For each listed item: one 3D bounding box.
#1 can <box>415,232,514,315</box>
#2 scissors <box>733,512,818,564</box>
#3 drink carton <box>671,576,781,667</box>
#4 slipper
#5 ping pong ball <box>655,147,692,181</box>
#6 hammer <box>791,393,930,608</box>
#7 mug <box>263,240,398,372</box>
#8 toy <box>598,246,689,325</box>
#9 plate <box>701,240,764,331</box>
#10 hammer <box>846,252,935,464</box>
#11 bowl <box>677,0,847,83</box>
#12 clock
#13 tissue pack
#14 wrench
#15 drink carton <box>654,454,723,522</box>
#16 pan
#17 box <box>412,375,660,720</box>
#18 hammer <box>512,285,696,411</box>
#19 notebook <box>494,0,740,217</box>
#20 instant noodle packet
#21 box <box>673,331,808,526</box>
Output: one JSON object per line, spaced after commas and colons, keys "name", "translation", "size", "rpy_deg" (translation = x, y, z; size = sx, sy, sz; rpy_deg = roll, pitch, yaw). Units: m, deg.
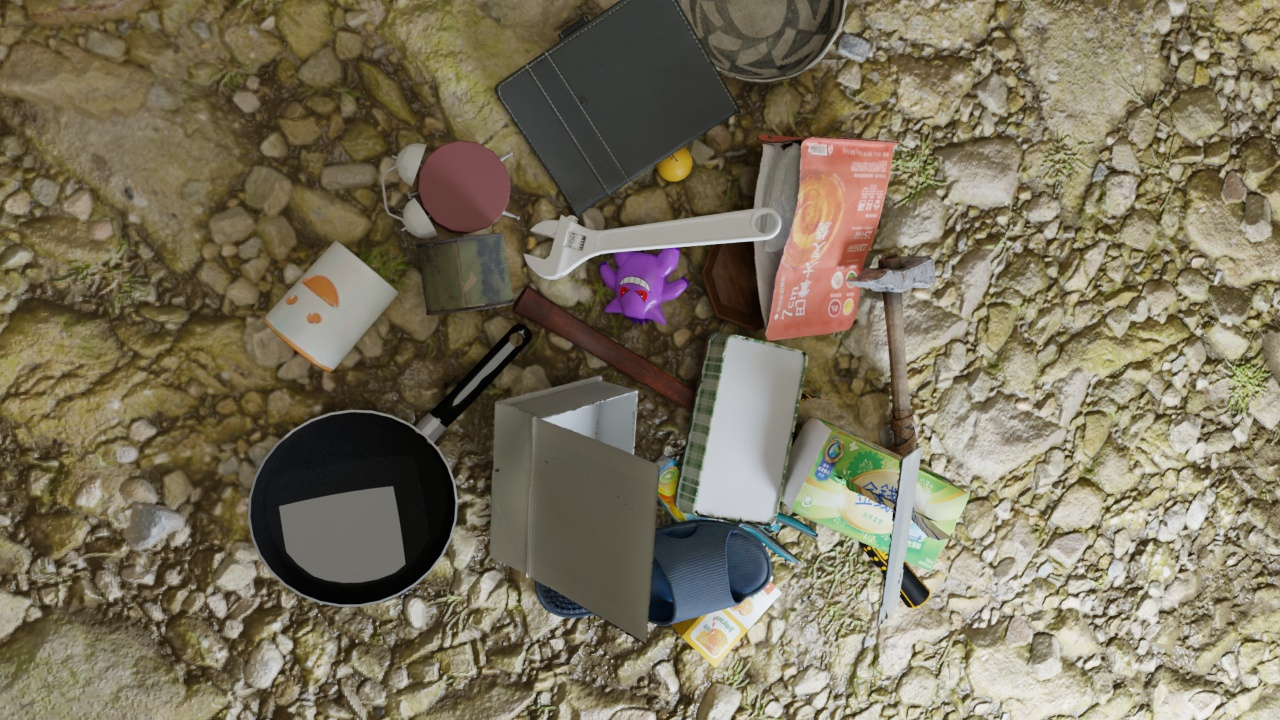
{"name": "can", "translation": [-0.179, -0.089, 0.934], "size": [0.089, 0.090, 0.074], "rpy_deg": [-9, 97, -14]}
{"name": "scissors", "translation": [0.149, 0.189, 1.086], "size": [0.144, 0.019, 0.126], "rpy_deg": [-9, 103, -8]}
{"name": "drink carton", "translation": [0.103, 0.287, 1.072], "size": [0.122, 0.040, 0.058], "rpy_deg": [-46, 105, -7]}
{"name": "slipper", "translation": [0.014, 0.238, 0.998], "size": [0.263, 0.082, 0.101], "rpy_deg": [-7, 98, 0]}
{"name": "ping pong ball", "translation": [0.037, -0.216, 1.005], "size": [0.040, 0.040, 0.040], "rpy_deg": [-1, 96, -15]}
{"name": "hammer", "translation": [0.251, 0.176, 1.107], "size": [0.123, 0.036, 0.320], "rpy_deg": [-42, 102, -9]}
{"name": "mug", "translation": [-0.305, -0.054, 0.907], "size": [0.082, 0.082, 0.105], "rpy_deg": [41, 83, -15]}
{"name": "toy", "translation": [0.003, -0.085, 1.001], "size": [0.106, 0.056, 0.088], "rpy_deg": [13, 86, 18]}
{"name": "plate", "translation": [0.129, -0.100, 1.049], "size": [0.131, 0.025, 0.131], "rpy_deg": [-1, 96, -15]}
{"name": "hammer", "translation": [0.308, 0.032, 1.092], "size": [0.121, 0.049, 0.319], "rpy_deg": [-19, 107, -36]}
{"name": "bowl", "translation": [0.128, -0.388, 0.988], "size": [0.178, 0.081, 0.178], "rpy_deg": [0, 104, 1]}
{"name": "clock", "translation": [-0.194, -0.176, 0.943], "size": [0.137, 0.048, 0.096], "rpy_deg": [-7, 97, -14]}
{"name": "tissue pack", "translation": [0.265, 0.155, 1.014], "size": [0.197, 0.141, 0.120], "rpy_deg": [18, 97, -11]}
{"name": "wrench", "translation": [0.010, -0.130, 0.964], "size": [0.273, 0.018, 0.066], "rpy_deg": [-5, 87, 9]}
{"name": "drink carton", "translation": [0.055, 0.167, 1.048], "size": [0.044, 0.039, 0.129], "rpy_deg": [-41, 104, -12]}
{"name": "pan", "translation": [-0.243, 0.095, 0.958], "size": [0.204, 0.044, 0.355], "rpy_deg": [44, 83, -15]}
{"name": "box", "translation": [-0.070, 0.154, 0.771], "size": [0.173, 0.512, 0.167], "rpy_deg": [2, 104, -5]}
{"name": "hammer", "translation": [-0.006, 0.006, 1.023], "size": [0.300, 0.028, 0.111], "rpy_deg": [31, 88, -15]}
{"name": "notebook", "translation": [-0.026, -0.277, 0.963], "size": [0.209, 0.029, 0.169], "rpy_deg": [-32, 101, 4]}
{"name": "instant noodle packet", "translation": [0.203, -0.135, 1.020], "size": [0.164, 0.084, 0.221], "rpy_deg": [-9, 106, -41]}
{"name": "box", "translation": [0.112, 0.077, 1.018], "size": [0.117, 0.050, 0.205], "rpy_deg": [10, 90, -26]}
